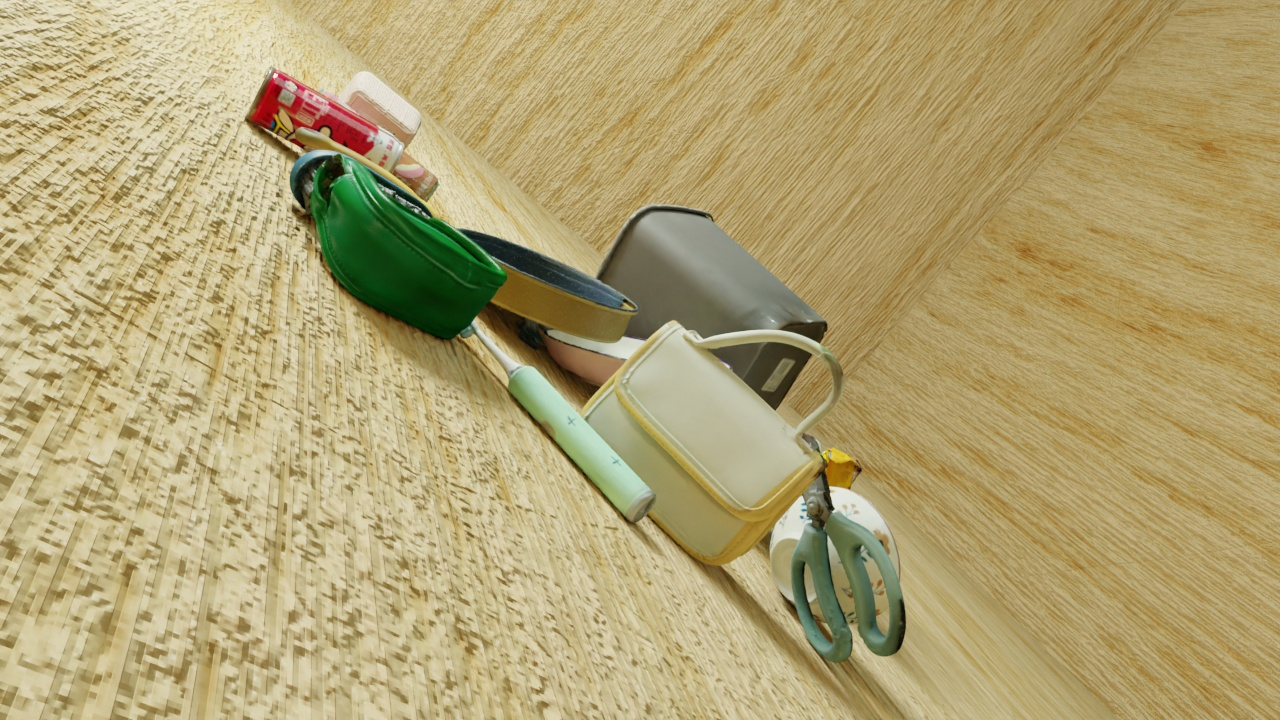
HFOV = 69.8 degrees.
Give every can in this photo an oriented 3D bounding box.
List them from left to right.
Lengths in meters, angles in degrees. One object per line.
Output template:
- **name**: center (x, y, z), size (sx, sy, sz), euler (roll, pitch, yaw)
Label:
- **can**: center (-0.291, -0.215, 0.855), size (0.132, 0.053, 0.053), euler (27, 12, -28)
- **can**: center (-0.281, -0.209, 0.942), size (0.147, 0.058, 0.058), euler (38, 7, -19)

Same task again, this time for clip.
- **clip**: center (-0.111, -0.030, 0.904), size (0.025, 0.032, 0.057), euler (34, 16, -29)

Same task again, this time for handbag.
- **handbag**: center (-0.168, -0.083, 0.659), size (0.120, 0.068, 0.131), euler (52, 13, 31)
- **handbag**: center (0.059, 0.042, 0.679), size (0.163, 0.179, 0.063), euler (44, 13, 15)

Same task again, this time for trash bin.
- **trash bin**: center (0.077, -0.044, 1.085), size (0.220, 0.199, 0.198), euler (39, 24, 25)

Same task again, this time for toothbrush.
- **toothbrush**: center (-0.069, 0.033, 0.671), size (0.224, 0.027, 0.027), euler (44, -30, 26)

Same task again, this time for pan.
- **pan**: center (-0.158, -0.114, 0.870), size (0.357, 0.078, 0.198), euler (19, 10, -28)

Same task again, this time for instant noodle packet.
- **instant noodle packet**: center (0.186, 0.153, 0.923), size (0.044, 0.128, 0.110), euler (17, -3, 15)

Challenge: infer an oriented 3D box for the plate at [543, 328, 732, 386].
- **plate**: center (-0.005, 0.005, 0.923), size (0.192, 0.039, 0.192), euler (11, 8, -2)

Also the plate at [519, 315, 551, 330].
- **plate**: center (-0.155, -0.095, 1.051), size (0.179, 0.024, 0.179), euler (40, 6, -5)

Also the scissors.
- **scissors**: center (0.147, 0.131, 0.668), size (0.019, 0.180, 0.143), euler (-3, -8, -29)

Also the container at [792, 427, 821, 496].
- **container**: center (0.103, 0.093, 0.910), size (0.111, 0.090, 0.090), euler (32, -13, -37)

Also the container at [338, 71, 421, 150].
- **container**: center (-0.301, -0.255, 1.017), size (0.090, 0.090, 0.111), euler (38, 10, -24)

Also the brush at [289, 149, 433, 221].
- **brush**: center (-0.220, -0.125, 0.733), size (0.073, 0.055, 0.143), euler (46, 9, 32)

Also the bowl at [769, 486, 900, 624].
- **bowl**: center (0.146, 0.164, 0.745), size (0.062, 0.114, 0.113), euler (-10, 43, -40)
